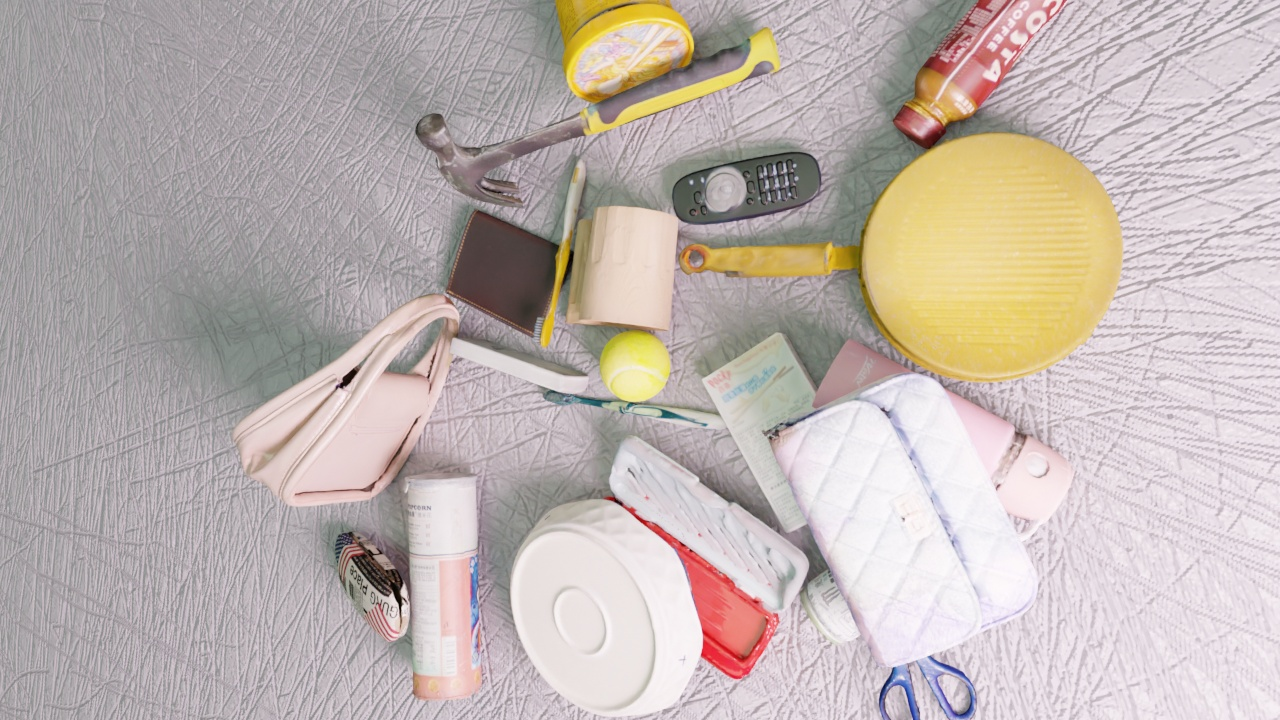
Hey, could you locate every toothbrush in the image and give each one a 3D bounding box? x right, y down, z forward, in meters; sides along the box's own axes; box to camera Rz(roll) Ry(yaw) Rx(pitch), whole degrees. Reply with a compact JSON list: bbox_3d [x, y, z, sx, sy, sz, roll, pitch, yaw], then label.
[{"bbox_3d":[-0.078,-0.105,0.885,0.018,0.016,0.191,6,80,25],"label":"toothbrush"},{"bbox_3d":[-0.009,0.046,0.868,0.192,0.018,0.016,8,92,23],"label":"toothbrush"}]

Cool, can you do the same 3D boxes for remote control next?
[{"bbox_3d":[-0.118,0.005,0.895,0.135,0.056,0.019,18,96,22],"label":"remote control"},{"bbox_3d":[0.096,-0.153,0.824,0.137,0.024,0.053,-7,92,21],"label":"remote control"}]

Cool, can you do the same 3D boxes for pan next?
[{"bbox_3d":[0.200,-0.084,0.761,0.358,0.078,0.197,3,90,14],"label":"pan"}]

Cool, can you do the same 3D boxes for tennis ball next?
[{"bbox_3d":[-0.005,0.005,0.841,0.066,0.065,0.065,-1,88,23],"label":"tennis ball"}]

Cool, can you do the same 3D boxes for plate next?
[{"bbox_3d":[-0.042,0.228,0.830,0.205,0.045,0.205,10,106,36],"label":"plate"}]

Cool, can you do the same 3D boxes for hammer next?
[{"bbox_3d":[-0.031,-0.224,0.837,0.323,0.126,0.031,-18,61,8],"label":"hammer"}]

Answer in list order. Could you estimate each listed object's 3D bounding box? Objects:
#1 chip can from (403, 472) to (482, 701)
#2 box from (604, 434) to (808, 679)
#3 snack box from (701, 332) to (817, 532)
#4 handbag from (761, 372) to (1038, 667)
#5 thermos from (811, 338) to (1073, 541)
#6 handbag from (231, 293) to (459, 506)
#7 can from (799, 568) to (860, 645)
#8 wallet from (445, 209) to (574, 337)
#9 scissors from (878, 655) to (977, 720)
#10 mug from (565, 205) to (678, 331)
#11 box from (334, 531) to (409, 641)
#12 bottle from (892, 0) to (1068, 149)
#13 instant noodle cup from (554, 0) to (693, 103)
[{"bbox_3d":[-0.195,0.222,0.914,0.071,0.071,0.214,-3,88,23],"label":"chip can"},{"bbox_3d":[0.042,0.173,0.822,0.201,0.058,0.161,33,116,21],"label":"box"},{"bbox_3d":[0.127,0.063,0.804,0.085,0.026,0.156,-33,77,19],"label":"snack box"},{"bbox_3d":[0.191,0.110,0.672,0.134,0.075,0.194,-28,82,13],"label":"handbag"},{"bbox_3d":[0.233,0.065,0.728,0.198,0.067,0.087,32,71,15],"label":"thermos"},{"bbox_3d":[-0.259,0.031,0.892,0.093,0.193,0.234,44,96,11],"label":"handbag"},{"bbox_3d":[0.204,0.171,0.751,0.147,0.058,0.058,-41,74,17],"label":"can"},{"bbox_3d":[-0.134,-0.087,0.925,0.122,0.020,0.096,26,103,21],"label":"wallet"},{"bbox_3d":[0.222,0.227,0.733,0.133,0.012,0.173,8,109,4],"label":"scissors"},{"bbox_3d":[-0.022,-0.083,0.852,0.125,0.084,0.103,6,89,49],"label":"mug"},{"bbox_3d":[-0.273,0.227,0.938,0.164,0.052,0.069,27,101,48],"label":"box"},{"bbox_3d":[0.274,-0.251,0.733,0.057,0.057,0.175,43,105,18],"label":"bottle"},{"bbox_3d":[-0.024,-0.315,0.835,0.119,0.118,0.114,-24,72,21],"label":"instant noodle cup"}]
